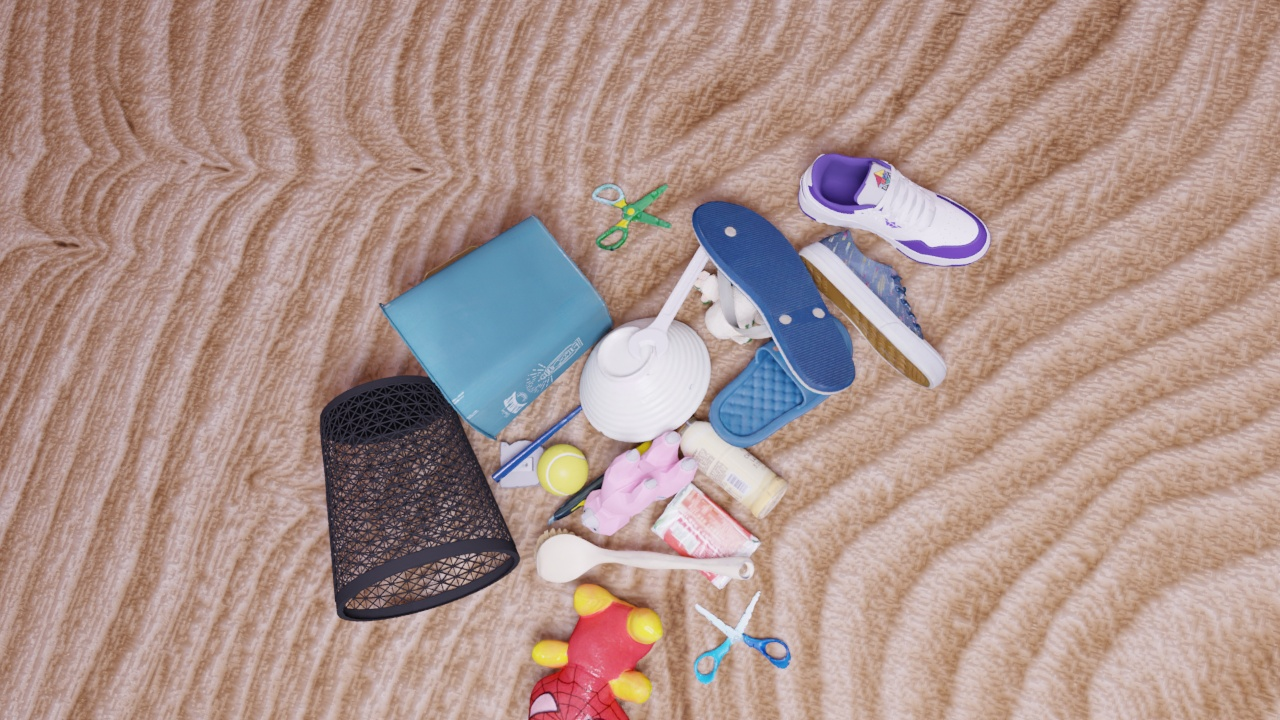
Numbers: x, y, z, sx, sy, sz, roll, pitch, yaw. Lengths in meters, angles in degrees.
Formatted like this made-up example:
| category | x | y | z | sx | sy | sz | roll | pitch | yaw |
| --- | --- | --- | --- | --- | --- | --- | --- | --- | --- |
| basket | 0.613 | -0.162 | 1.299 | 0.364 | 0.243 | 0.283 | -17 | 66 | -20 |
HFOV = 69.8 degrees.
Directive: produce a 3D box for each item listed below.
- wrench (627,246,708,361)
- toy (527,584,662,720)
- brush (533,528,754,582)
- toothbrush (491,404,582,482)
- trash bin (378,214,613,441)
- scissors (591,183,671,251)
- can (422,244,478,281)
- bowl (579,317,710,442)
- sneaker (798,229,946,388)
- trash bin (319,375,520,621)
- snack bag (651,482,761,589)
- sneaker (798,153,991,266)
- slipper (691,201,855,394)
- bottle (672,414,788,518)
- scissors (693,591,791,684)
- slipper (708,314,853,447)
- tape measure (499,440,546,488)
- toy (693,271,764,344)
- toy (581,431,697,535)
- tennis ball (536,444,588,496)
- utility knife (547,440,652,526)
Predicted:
| category | x | y | z | sx | sy | sz | roll | pitch | yaw |
| --- | --- | --- | --- | --- | --- | --- | --- | --- | --- |
| wrench | 0.060 | -0.102 | 1.149 | 0.047 | 0.009 | 0.272 | 20 | 58 | 19 |
| toy | -0.058 | 0.381 | 1.078 | 0.148 | 0.098 | 0.216 | 19 | 81 | 28 |
| brush | 0.000 | 0.238 | 1.092 | 0.272 | 0.077 | 0.062 | 0 | 108 | 14 |
| toothbrush | -0.112 | 0.095 | 1.183 | 0.190 | 0.016 | 0.017 | -38 | 76 | -8 |
| trash bin | -0.169 | -0.047 | 1.158 | 0.218 | 0.196 | 0.199 | -38 | 78 | -4 |
| scissors | -0.017 | -0.205 | 1.247 | 0.125 | 0.011 | 0.127 | -38 | 72 | 3 |
| can | -0.241 | -0.111 | 1.253 | 0.100 | 0.059 | 0.054 | -31 | 72 | 4 |
| bowl | -0.007 | 0.007 | 1.138 | 0.177 | 0.071 | 0.177 | -10 | 59 | 17 |
| sneaker | 0.293 | -0.071 | 1.110 | 0.079 | 0.087 | 0.235 | -38 | 69 | -4 |
| trash bin | -0.288 | 0.164 | 1.132 | 0.217 | 0.217 | 0.243 | -24 | 67 | 6 |
| snack bag | 0.079 | 0.213 | 1.116 | 0.116 | 0.036 | 0.077 | 39 | 87 | 18 |
| sneaker | 0.308 | -0.194 | 1.117 | 0.244 | 0.111 | 0.091 | 21 | 82 | 16 |
| slipper | 0.158 | -0.074 | 1.113 | 0.118 | 0.060 | 0.294 | -18 | 65 | -24 |
| bottle | 0.101 | 0.122 | 1.121 | 0.162 | 0.056 | 0.056 | 39 | 88 | 18 |
| scissors | 0.117 | 0.335 | 1.094 | 0.133 | 0.014 | 0.127 | 24 | 80 | 21 |
| slipper | 0.175 | 0.023 | 1.113 | 0.213 | 0.059 | 0.104 | -42 | 74 | -13 |
| tape measure | -0.154 | 0.135 | 1.196 | 0.062 | 0.020 | 0.060 | -4 | 77 | 12 |
| toy | 0.118 | -0.067 | 1.164 | 0.112 | 0.050 | 0.087 | 41 | 83 | 23 |
| toy | -0.005 | 0.154 | 1.114 | 0.123 | 0.158 | 0.067 | -21 | 69 | -34 |
| tennis ball | -0.098 | 0.138 | 1.159 | 0.065 | 0.065 | 0.065 | -3 | 77 | 12 |
| utility knife | -0.051 | 0.159 | 1.164 | 0.174 | 0.029 | 0.020 | -36 | 67 | 5 |
